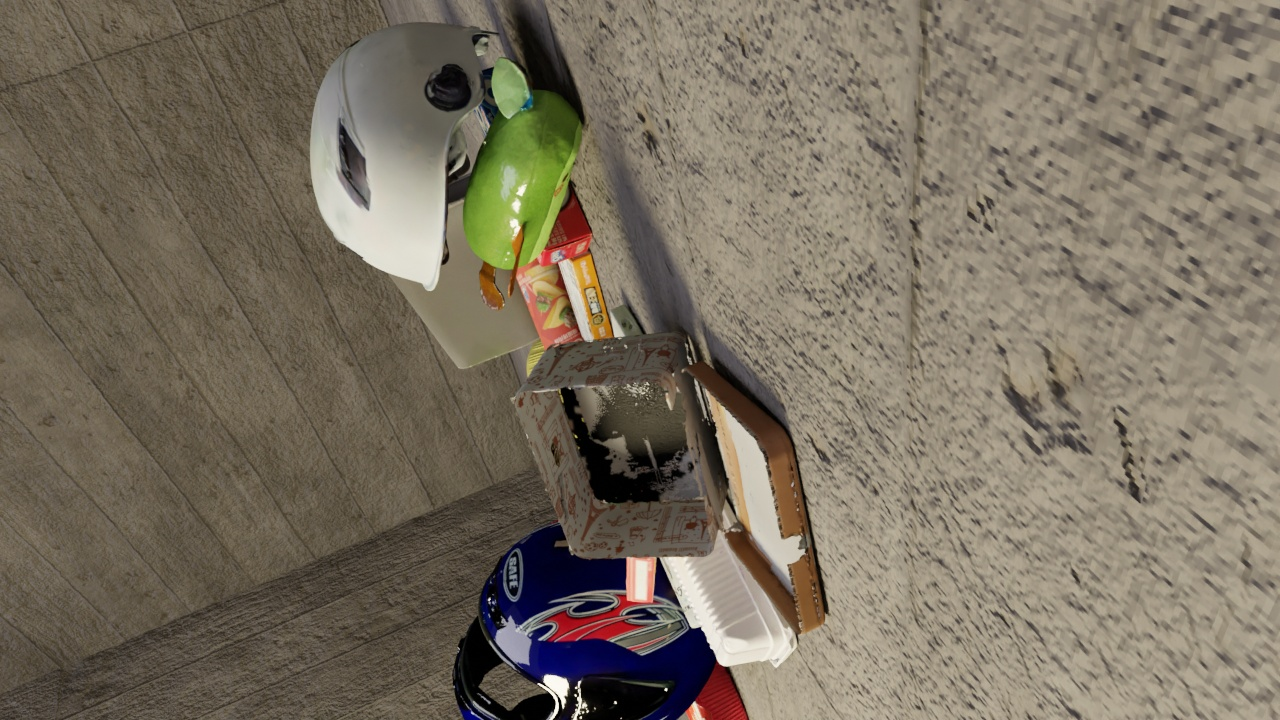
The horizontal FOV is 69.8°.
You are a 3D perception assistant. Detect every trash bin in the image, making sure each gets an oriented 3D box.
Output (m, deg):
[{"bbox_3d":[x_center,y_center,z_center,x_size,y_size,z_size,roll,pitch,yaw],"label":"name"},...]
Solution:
[{"bbox_3d":[-0.225,-0.129,1.249,0.198,0.199,0.220,-75,-37,-62],"label":"trash bin"}]

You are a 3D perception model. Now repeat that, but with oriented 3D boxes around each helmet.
[{"bbox_3d":[-0.230,-0.198,0.850,0.230,0.146,0.258,121,157,-56],"label":"helmet"},{"bbox_3d":[-0.067,0.297,1.044,0.247,0.315,0.241,-106,9,-56],"label":"helmet"}]

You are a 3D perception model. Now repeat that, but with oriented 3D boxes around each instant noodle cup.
[{"bbox_3d":[0.096,0.468,1.270,0.194,0.065,0.194,157,91,-81],"label":"instant noodle cup"},{"bbox_3d":[0.072,0.202,0.843,0.138,0.060,0.173,88,158,-64],"label":"instant noodle cup"}]

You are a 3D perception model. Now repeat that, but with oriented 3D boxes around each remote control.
[{"bbox_3d":[-0.006,0.005,0.931,0.135,0.019,0.056,81,163,-52],"label":"remote control"}]

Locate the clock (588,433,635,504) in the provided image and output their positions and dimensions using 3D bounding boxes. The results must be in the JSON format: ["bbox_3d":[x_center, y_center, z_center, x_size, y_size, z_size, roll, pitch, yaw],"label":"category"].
[{"bbox_3d":[-0.034,0.153,1.297,0.161,0.056,0.116,-124,16,-49],"label":"clock"}]

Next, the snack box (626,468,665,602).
[{"bbox_3d":[0.007,0.143,0.867,0.152,0.025,0.075,-82,-5,-46],"label":"snack box"}]

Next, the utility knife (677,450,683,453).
[{"bbox_3d":[0.038,0.059,0.849,0.031,0.020,0.196,61,164,20],"label":"utility knife"}]

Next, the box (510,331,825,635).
[{"bbox_3d":[0.032,0.083,0.706,0.273,0.130,0.179,13,130,42],"label":"box"}]

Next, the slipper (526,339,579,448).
[{"bbox_3d":[-0.110,0.049,1.370,0.081,0.092,0.190,0,-101,-68],"label":"slipper"}]

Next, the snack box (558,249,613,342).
[{"bbox_3d":[-0.062,-0.071,1.046,0.075,0.026,0.154,-125,16,-50],"label":"snack box"}]

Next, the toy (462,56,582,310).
[{"bbox_3d":[-0.113,-0.157,0.837,0.247,0.090,0.226,133,139,-59],"label":"toy"}]

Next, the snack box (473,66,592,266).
[{"bbox_3d":[-0.117,-0.204,0.956,0.058,0.057,0.207,127,120,-75],"label":"snack box"}]

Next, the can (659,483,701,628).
[{"bbox_3d":[0.049,0.201,0.959,0.058,0.058,0.146,95,151,-69],"label":"can"}]

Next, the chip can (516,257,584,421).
[{"bbox_3d":[-0.090,-0.032,1.150,0.073,0.073,0.216,180,69,-79],"label":"chip can"}]
